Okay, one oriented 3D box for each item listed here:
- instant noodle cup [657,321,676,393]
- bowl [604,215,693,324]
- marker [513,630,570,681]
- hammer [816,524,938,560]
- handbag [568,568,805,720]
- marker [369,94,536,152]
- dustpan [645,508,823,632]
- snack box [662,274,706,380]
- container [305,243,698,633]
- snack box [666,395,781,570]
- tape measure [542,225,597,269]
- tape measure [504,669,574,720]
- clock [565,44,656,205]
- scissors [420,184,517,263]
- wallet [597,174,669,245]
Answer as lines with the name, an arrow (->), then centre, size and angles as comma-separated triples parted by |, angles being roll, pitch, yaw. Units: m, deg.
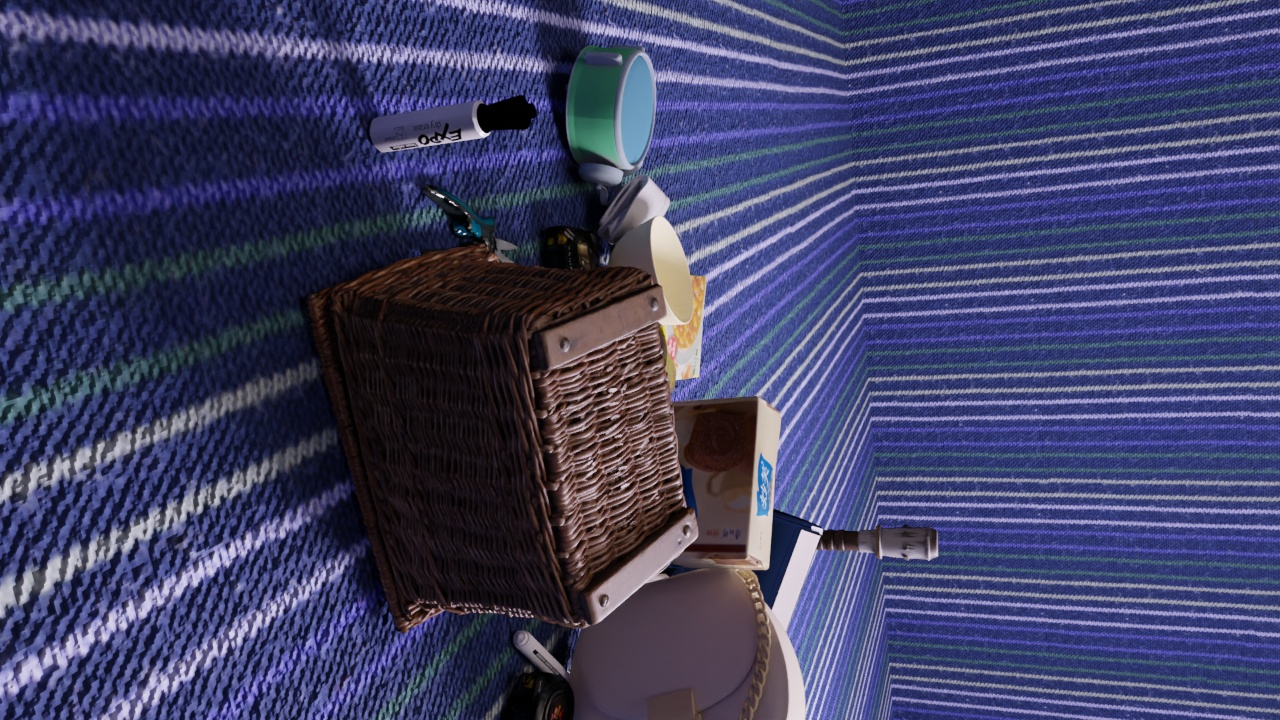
instant noodle cup -> -0.006, 0.006, 0.975 | 0.108, 0.102, 0.102 | 39, 52, -70
bowl -> 0.001, -0.088, 0.982 | 0.117, 0.074, 0.118 | -13, 90, -70
marker -> -0.085, 0.281, 0.850 | 0.020, 0.017, 0.134 | -50, 140, -21
hammer -> 0.195, 0.219, 1.127 | 0.190, 0.325, 0.100 | 17, 72, -70
handbag -> 0.042, 0.306, 0.849 | 0.103, 0.211, 0.208 | 50, 26, -52
marker -> -0.130, -0.164, 0.636 | 0.025, 0.126, 0.025 | -2, 90, -68
dustpan -> 0.055, 0.257, 0.991 | 0.080, 0.273, 0.236 | -168, -81, -78
snack box -> 0.032, -0.041, 1.114 | 0.167, 0.027, 0.132 | -5, 101, -61
container -> -0.079, 0.051, 0.618 | 0.161, 0.183, 0.250 | -28, 113, -48
snack box -> 0.024, 0.119, 0.881 | 0.055, 0.208, 0.153 | 38, 53, -52
tape measure -> -0.068, -0.099, 0.902 | 0.067, 0.038, 0.062 | 2, 86, -68
tape measure -> -0.090, 0.311, 0.807 | 0.072, 0.042, 0.071 | 49, 43, -51
clock -> -0.034, -0.245, 0.965 | 0.121, 0.075, 0.162 | -51, 146, -60
scissors -> -0.140, -0.102, 0.751 | 0.149, 0.019, 0.122 | 68, 28, -43
wallet -> -0.007, -0.162, 1.021 | 0.086, 0.032, 0.116 | -55, 165, 3
